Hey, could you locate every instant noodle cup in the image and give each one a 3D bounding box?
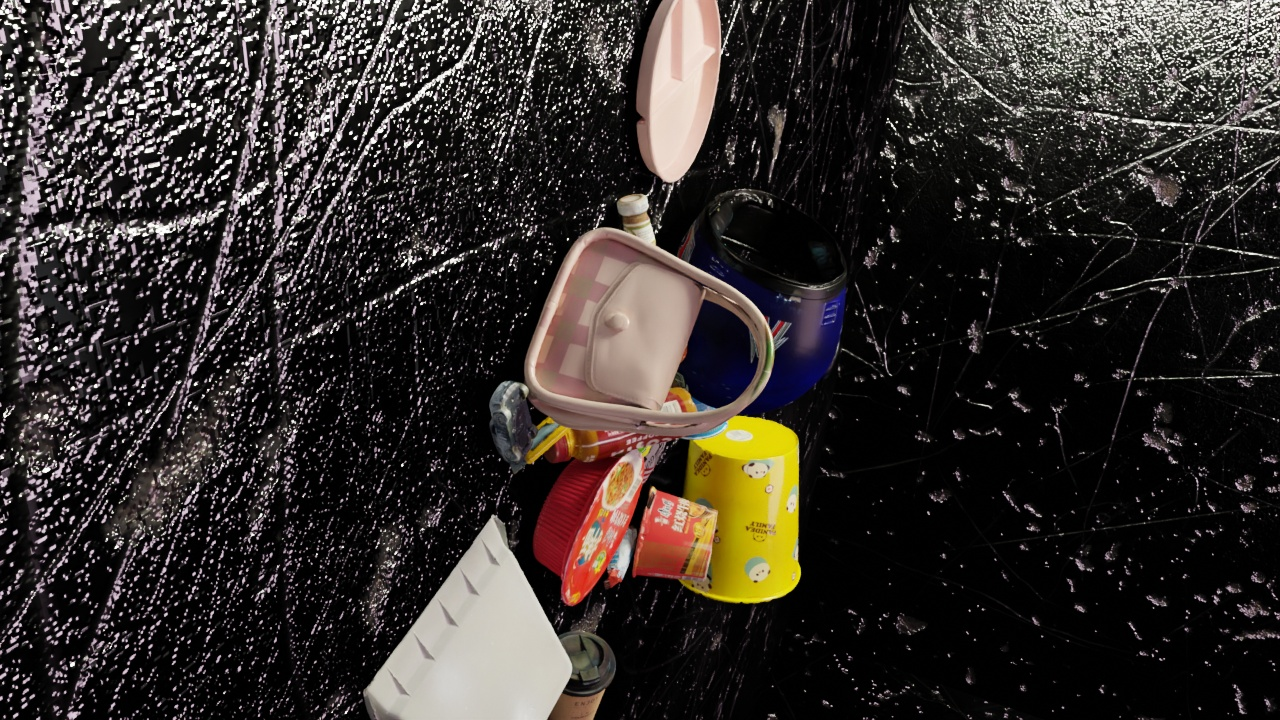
[{"bbox_3d":[-0.065,0.180,1.061,0.193,0.066,0.194,-55,159,-33],"label":"instant noodle cup"},{"bbox_3d":[0.054,0.269,1.376,0.138,0.108,0.138,14,88,-85],"label":"instant noodle cup"},{"bbox_3d":[0.080,0.047,1.365,0.099,0.099,0.110,-45,136,-56],"label":"instant noodle cup"}]

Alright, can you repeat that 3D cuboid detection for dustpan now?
[{"bbox_3d":[-0.186,0.331,0.938,0.258,0.143,0.222,60,40,-23],"label":"dustpan"}]

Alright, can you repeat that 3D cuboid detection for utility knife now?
[{"bbox_3d":[-0.077,0.060,0.960,0.171,0.033,0.015,-42,152,-32],"label":"utility knife"}]

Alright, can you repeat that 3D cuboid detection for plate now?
[{"bbox_3d":[0.044,-0.325,1.071,0.229,0.028,0.229,15,89,-72],"label":"plate"}]

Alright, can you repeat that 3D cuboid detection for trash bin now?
[{"bbox_3d":[0.171,0.247,1.586,0.229,0.230,0.255,-38,133,-61],"label":"trash bin"}]

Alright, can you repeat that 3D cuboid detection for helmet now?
[{"bbox_3d":[0.139,-0.066,1.233,0.314,0.247,0.241,-84,-167,-58],"label":"helmet"}]

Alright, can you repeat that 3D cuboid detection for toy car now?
[{"bbox_3d":[-0.124,0.058,0.872,0.042,0.034,0.091,-55,151,-40],"label":"toy car"}]

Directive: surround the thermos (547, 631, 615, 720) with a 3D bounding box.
[{"bbox_3d":[-0.084,0.420,1.184,0.092,0.093,0.143,-51,157,-50],"label":"thermos"}]

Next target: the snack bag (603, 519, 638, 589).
[{"bbox_3d":[-0.026,0.281,1.326,0.048,0.026,0.104,91,20,-59],"label":"snack bag"}]

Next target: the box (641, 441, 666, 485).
[{"bbox_3d":[0.012,0.126,1.289,0.163,0.051,0.068,-61,176,-36],"label":"box"}]

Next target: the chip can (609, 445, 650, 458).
[{"bbox_3d":[-0.026,0.022,1.064,0.072,0.073,0.222,-57,154,-42],"label":"chip can"}]

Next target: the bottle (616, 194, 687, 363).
[{"bbox_3d":[0.009,-0.089,1.062,0.059,0.060,0.206,-50,135,-51],"label":"bottle"}]

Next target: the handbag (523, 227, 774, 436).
[{"bbox_3d":[0.016,-0.014,0.901,0.093,0.234,0.193,63,45,-65],"label":"handbag"}]

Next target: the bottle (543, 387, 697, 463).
[{"bbox_3d":[-0.023,0.074,1.011,0.174,0.057,0.058,-12,122,-27],"label":"bottle"}]
